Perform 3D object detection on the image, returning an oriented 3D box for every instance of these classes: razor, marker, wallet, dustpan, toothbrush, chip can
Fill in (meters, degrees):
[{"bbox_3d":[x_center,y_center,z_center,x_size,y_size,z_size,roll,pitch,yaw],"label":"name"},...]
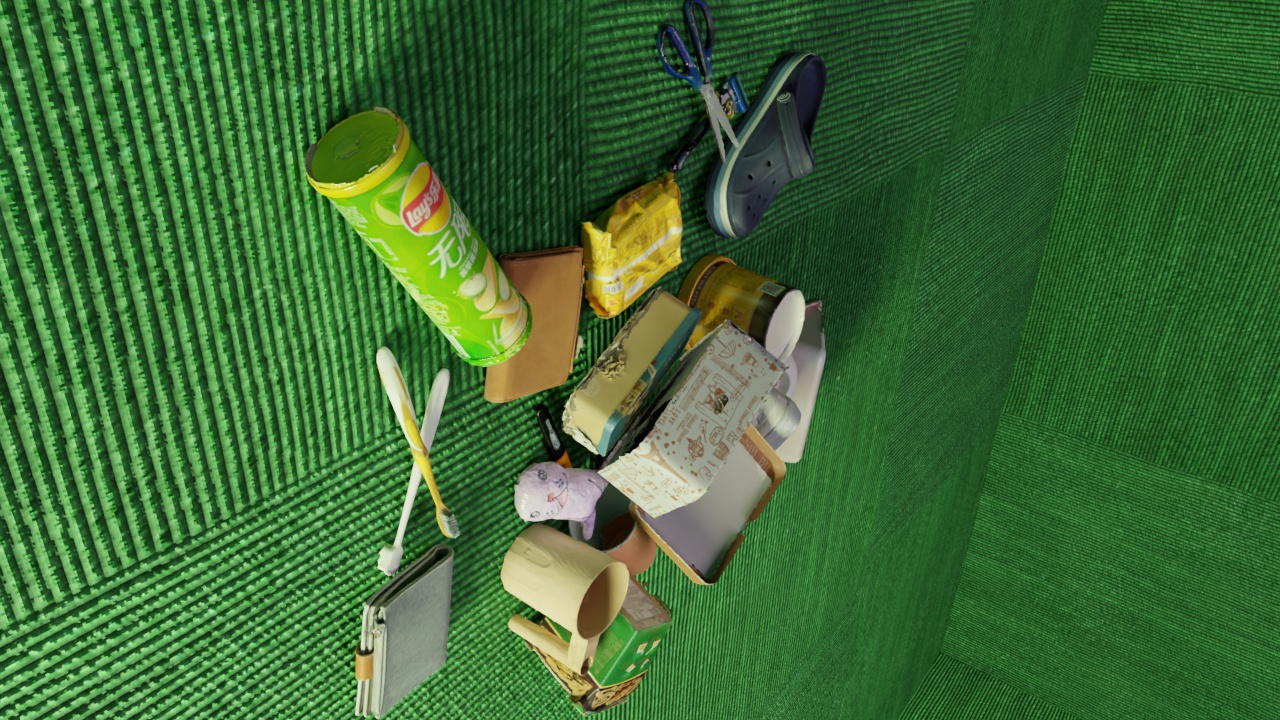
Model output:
[{"bbox_3d":[0.065,-0.240,0.951,0.142,0.022,0.043,-53,131,-25],"label":"razor"},{"bbox_3d":[-0.011,0.106,1.043,0.130,0.018,0.023,3,118,-57],"label":"marker"},{"bbox_3d":[-0.208,0.237,0.800,0.106,0.037,0.130,-32,139,-54],"label":"wallet"},{"bbox_3d":[0.175,0.028,1.294,0.273,0.139,0.223,-61,161,-75],"label":"dustpan"},{"bbox_3d":[-0.178,0.072,0.744,0.016,0.018,0.191,-35,127,-34],"label":"toothbrush"},{"bbox_3d":[-0.084,0.087,0.921,0.018,0.015,0.124,-51,145,-31],"label":"marker"},{"bbox_3d":[-0.189,0.092,0.767,0.016,0.016,0.180,11,96,-60],"label":"toothbrush"},{"bbox_3d":[-0.150,-0.078,0.669,0.072,0.073,0.221,-57,147,-20],"label":"chip can"},{"bbox_3d":[-0.092,-0.035,0.823,0.107,0.031,0.132,-18,124,-50],"label":"wallet"}]

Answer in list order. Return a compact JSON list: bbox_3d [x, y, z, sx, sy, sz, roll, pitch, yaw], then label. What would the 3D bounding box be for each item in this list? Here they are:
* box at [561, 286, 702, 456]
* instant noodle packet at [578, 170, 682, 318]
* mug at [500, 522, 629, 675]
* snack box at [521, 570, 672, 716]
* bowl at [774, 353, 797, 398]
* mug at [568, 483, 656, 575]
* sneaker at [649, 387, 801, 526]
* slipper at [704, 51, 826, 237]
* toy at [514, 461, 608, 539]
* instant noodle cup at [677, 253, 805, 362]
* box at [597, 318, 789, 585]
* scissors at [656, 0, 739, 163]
[{"bbox_3d":[-0.006,0.005,0.928,0.184,0.059,0.090,-51,172,-23],"label":"box"},{"bbox_3d":[-0.009,-0.112,0.893,0.128,0.044,0.111,-39,139,-36],"label":"instant noodle packet"},{"bbox_3d":[-0.081,0.239,0.931,0.084,0.104,0.125,-3,110,-56],"label":"mug"},{"bbox_3d":[-0.038,0.292,0.990,0.106,0.118,0.117,-55,152,14],"label":"snack box"},{"bbox_3d":[0.151,0.024,1.141,0.118,0.065,0.118,-3,101,-14],"label":"bowl"},{"bbox_3d":[-0.025,0.196,1.026,0.078,0.078,0.123,-58,152,-18],"label":"mug"},{"bbox_3d":[0.077,0.118,1.091,0.090,0.089,0.242,38,104,-21],"label":"sneaker"},{"bbox_3d":[0.159,-0.237,1.034,0.252,0.095,0.105,-62,146,-18],"label":"slipper"},{"bbox_3d":[-0.081,0.136,0.919,0.108,0.039,0.084,13,93,-40],"label":"toy"},{"bbox_3d":[0.117,-0.052,1.054,0.118,0.114,0.119,-33,133,-44],"label":"instant noodle cup"},{"bbox_3d":[0.083,0.097,0.926,0.226,0.157,0.179,49,60,-17],"label":"box"},{"bbox_3d":[0.059,-0.269,0.912,0.140,0.012,0.171,-22,116,-44],"label":"scissors"}]
